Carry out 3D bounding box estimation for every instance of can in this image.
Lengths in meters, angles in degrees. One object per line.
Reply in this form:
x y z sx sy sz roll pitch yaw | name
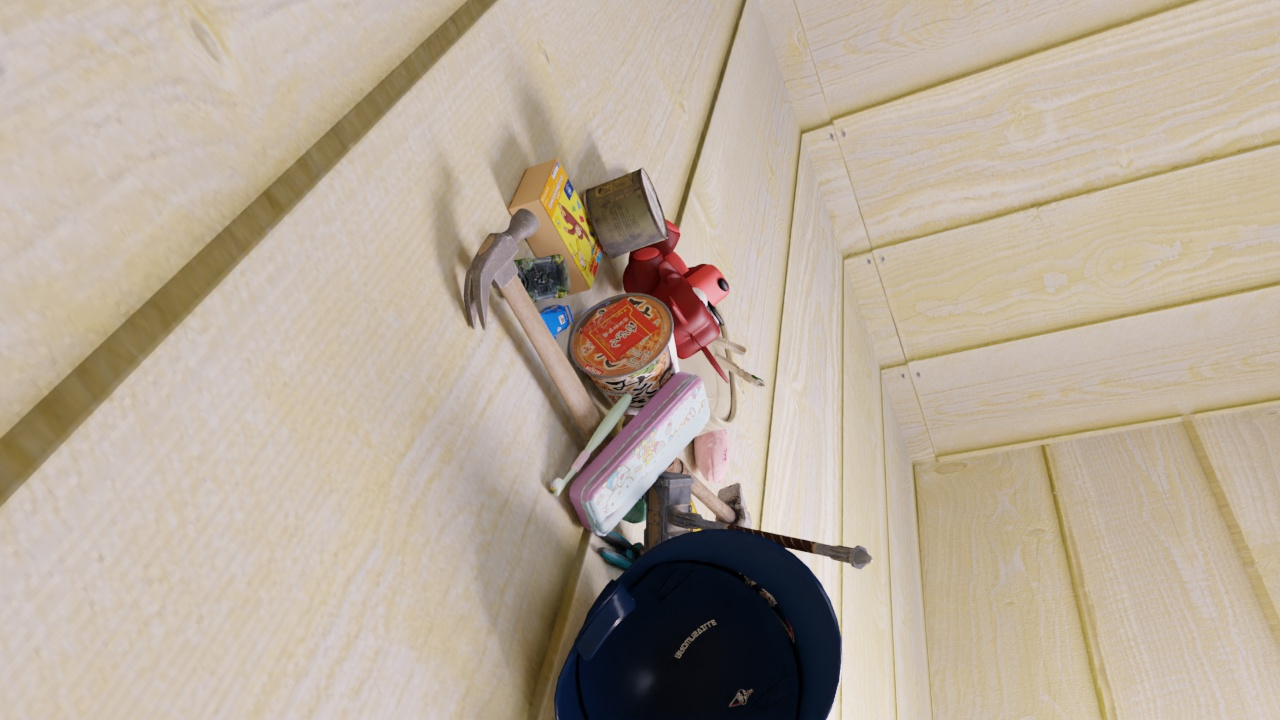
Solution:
-0.017 -0.177 1.108 0.089 0.075 0.090 -18 90 -78 | can

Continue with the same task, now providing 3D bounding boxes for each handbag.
0.081 -0.022 1.302 0.184 0.132 0.228 47 34 -39 | handbag

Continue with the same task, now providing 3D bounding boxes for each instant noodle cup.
-0.006 0.006 1.086 0.122 0.124 0.123 66 23 -48 | instant noodle cup

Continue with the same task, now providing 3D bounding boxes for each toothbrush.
-0.050 0.087 0.984 0.154 0.015 0.022 -51 157 -38 | toothbrush

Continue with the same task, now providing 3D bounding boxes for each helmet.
0.063 0.288 0.883 0.232 0.273 0.222 47 13 11 | helmet

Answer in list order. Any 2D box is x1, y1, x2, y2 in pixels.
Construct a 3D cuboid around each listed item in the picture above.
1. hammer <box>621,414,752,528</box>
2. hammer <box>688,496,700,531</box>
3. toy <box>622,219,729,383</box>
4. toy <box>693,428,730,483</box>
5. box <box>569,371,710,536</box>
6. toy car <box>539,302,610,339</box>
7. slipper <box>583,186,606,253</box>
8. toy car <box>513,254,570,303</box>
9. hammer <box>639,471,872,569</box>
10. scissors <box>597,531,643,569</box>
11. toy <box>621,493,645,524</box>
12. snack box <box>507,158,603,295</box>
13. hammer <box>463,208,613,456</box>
0.065 0.155 1.172 0.319 0.049 0.121 46 28 -46 | hammer
0.071 0.216 1.243 0.169 0.034 0.324 -64 134 -70 | hammer
0.052 -0.079 1.170 0.158 0.120 0.197 54 7 -40 | toy
0.109 0.138 1.374 0.105 0.053 0.108 69 16 -60 | toy
0.005 0.101 1.019 0.213 0.033 0.076 -45 135 -31 | box
-0.077 -0.047 1.000 0.091 0.062 0.033 -41 115 -66 | toy car
-0.008 -0.207 1.261 0.238 0.064 0.094 -45 119 -67 | slipper
-0.112 -0.085 0.971 0.105 0.033 0.048 -19 100 -59 | toy car
0.109 0.178 0.946 0.044 0.323 0.098 1 89 -36 | hammer
-0.012 0.222 1.063 0.136 0.019 0.138 -33 108 -66 | scissors
-0.012 0.152 1.092 0.085 0.033 0.105 62 25 -9 | toy
-0.094 -0.151 1.049 0.088 0.040 0.126 -78 147 -47 | snack box
-0.086 0.009 0.962 0.119 0.031 0.331 -55 136 -33 | hammer
